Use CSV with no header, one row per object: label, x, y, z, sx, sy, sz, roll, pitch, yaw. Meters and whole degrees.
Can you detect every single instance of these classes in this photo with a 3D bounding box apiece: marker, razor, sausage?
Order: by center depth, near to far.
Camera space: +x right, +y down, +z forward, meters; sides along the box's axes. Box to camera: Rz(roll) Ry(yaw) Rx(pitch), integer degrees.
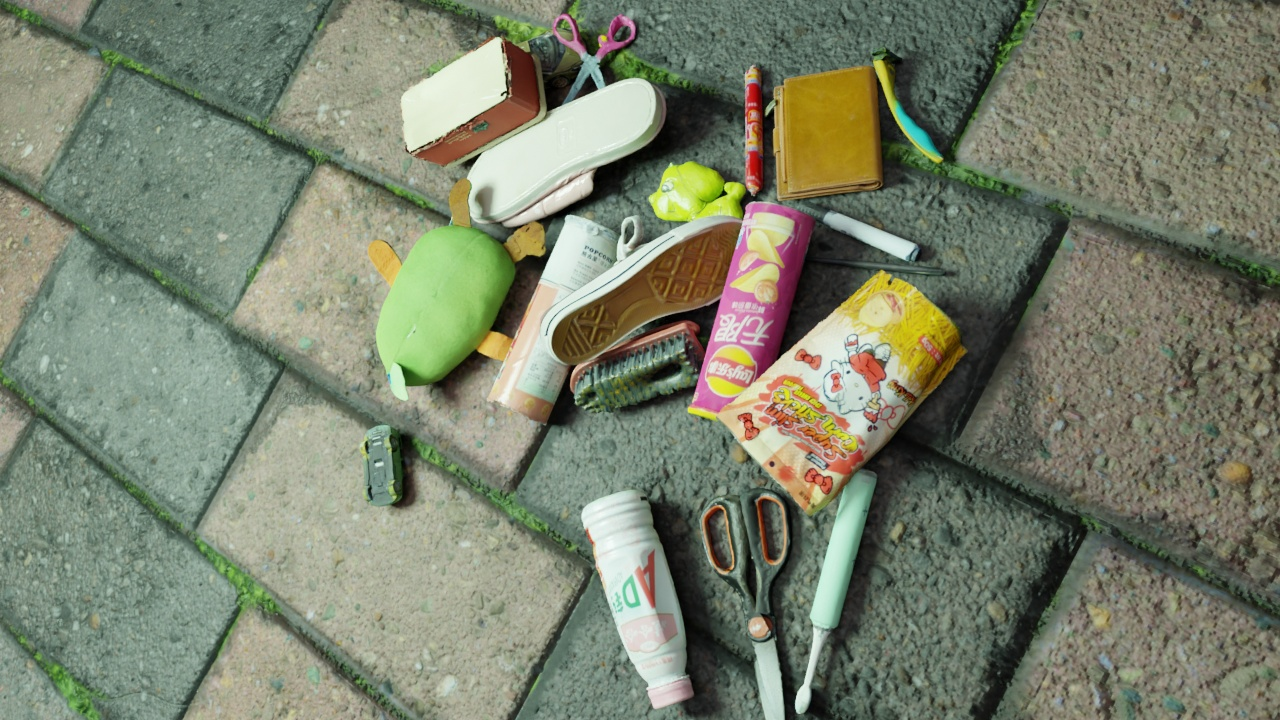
marker,0.213,-0.128,0.897,0.131,0.022,0.018,29,99,24
razor,0.263,-0.247,0.902,0.028,0.043,0.132,-31,71,31
sausage,0.119,-0.245,0.966,0.020,0.020,0.155,-5,74,22

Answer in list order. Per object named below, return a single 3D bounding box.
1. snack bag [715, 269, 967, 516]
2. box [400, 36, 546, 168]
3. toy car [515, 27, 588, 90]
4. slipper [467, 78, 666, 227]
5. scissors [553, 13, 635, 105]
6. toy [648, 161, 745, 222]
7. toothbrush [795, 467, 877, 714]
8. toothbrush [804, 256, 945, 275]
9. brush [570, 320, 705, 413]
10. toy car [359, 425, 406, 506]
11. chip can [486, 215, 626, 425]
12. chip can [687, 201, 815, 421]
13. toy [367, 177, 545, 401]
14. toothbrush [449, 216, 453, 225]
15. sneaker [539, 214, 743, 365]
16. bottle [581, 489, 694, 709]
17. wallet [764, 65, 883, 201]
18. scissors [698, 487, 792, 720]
snack bag,0.183,0.025,0.823,0.208,0.073,0.128,-44,86,-2
box,-0.197,-0.293,1.037,0.169,0.079,0.091,-18,74,32
toy car,-0.137,-0.350,1.093,0.158,0.042,0.070,-16,71,16
slipper,-0.085,-0.227,1.028,0.275,0.054,0.114,-22,64,27
scissors,-0.063,-0.350,1.057,0.125,0.017,0.133,30,82,3
toy,0.061,-0.170,0.966,0.097,0.031,0.100,-29,71,14
toothbrush,0.172,0.204,0.821,0.026,0.027,0.224,12,81,29
toothbrush,0.203,-0.092,0.894,0.181,0.015,0.018,7,85,25
brush,-0.006,0.005,0.935,0.146,0.063,0.069,-19,39,19
toy car,-0.288,0.119,1.033,0.043,0.036,0.091,-13,70,18
chip can,-0.089,-0.042,0.973,0.071,0.071,0.214,21,85,26
chip can,0.108,-0.042,0.879,0.071,0.071,0.210,15,87,25
toy,-0.214,-0.073,1.025,0.227,0.090,0.247,36,95,14
toothbrush,-0.234,-0.123,1.085,0.016,0.018,0.191,15,83,25
sneaker,0.000,-0.082,0.924,0.241,0.118,0.088,-30,36,-8
bottle,0.002,0.224,0.868,0.068,0.068,0.196,-24,71,15
wallet,0.181,-0.229,0.928,0.119,0.035,0.130,-5,73,22
scissors,0.121,0.228,0.839,0.137,0.021,0.235,-33,66,11
